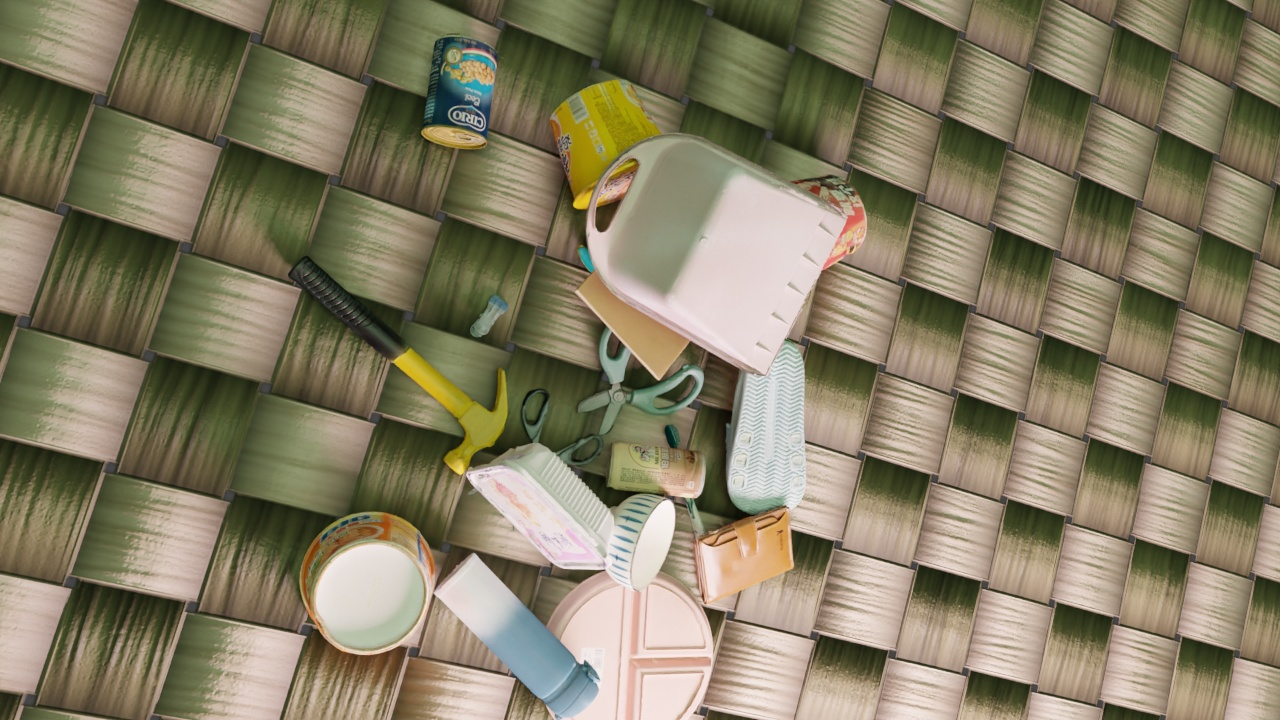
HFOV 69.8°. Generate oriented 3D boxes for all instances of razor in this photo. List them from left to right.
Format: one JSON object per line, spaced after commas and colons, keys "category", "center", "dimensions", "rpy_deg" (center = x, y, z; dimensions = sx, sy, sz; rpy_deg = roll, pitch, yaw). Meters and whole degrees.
{"category": "razor", "center": [-0.035, -0.092, 1.139], "dimensions": [0.043, 0.028, 0.132], "rpy_deg": [-42, 107, -2]}

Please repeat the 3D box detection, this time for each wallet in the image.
{"category": "wallet", "center": [0.131, 0.240, 1.168], "dimensions": [0.130, 0.035, 0.119], "rpy_deg": [-18, 122, -17]}

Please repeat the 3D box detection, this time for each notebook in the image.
{"category": "notebook", "center": [0.030, -0.099, 1.139], "dimensions": [0.149, 0.012, 0.210], "rpy_deg": [47, 59, -13]}

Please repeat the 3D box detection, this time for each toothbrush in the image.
{"category": "toothbrush", "center": [0.064, 0.172, 1.173], "dimensions": [0.018, 0.016, 0.191], "rpy_deg": [-24, 99, -52]}

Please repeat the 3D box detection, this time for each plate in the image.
{"category": "plate", "center": [-0.013, 0.372, 1.138], "dimensions": [0.229, 0.028, 0.229], "rpy_deg": [0, 89, -17]}

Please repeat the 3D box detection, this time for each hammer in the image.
{"category": "hammer", "center": [-0.277, -0.008, 1.060], "dimensions": [0.300, 0.033, 0.128], "rpy_deg": [42, 77, -13]}

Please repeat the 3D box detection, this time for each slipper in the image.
{"category": "slipper", "center": [0.156, 0.085, 1.171], "dimensions": [0.104, 0.074, 0.246], "rpy_deg": [-2, 107, -12]}

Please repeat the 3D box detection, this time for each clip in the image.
{"category": "clip", "center": [-0.181, -0.053, 1.098], "dimensions": [0.024, 0.027, 0.056], "rpy_deg": [41, 68, -14]}

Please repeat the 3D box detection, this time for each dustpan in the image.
{"category": "dustpan", "center": [0.080, -0.137, 1.060], "dimensions": [0.273, 0.139, 0.222], "rpy_deg": [26, 94, -45]}

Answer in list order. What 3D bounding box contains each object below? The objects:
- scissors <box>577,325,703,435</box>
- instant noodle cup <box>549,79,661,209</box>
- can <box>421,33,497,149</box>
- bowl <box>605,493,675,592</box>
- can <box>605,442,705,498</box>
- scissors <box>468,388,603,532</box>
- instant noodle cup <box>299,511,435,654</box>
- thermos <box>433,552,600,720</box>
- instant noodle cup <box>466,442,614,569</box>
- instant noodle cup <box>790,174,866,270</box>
{"category": "scissors", "center": [-0.007, 0.006, 1.141], "dimensions": [0.170, 0.019, 0.181], "rpy_deg": [-17, 108, -13]}
{"category": "instant noodle cup", "center": [-0.039, -0.259, 1.095], "dimensions": [0.138, 0.138, 0.110], "rpy_deg": [-23, 86, -17]}
{"category": "can", "center": [-0.209, -0.311, 1.066], "dimensions": [0.075, 0.075, 0.111], "rpy_deg": [8, 85, -17]}
{"category": "bowl", "center": [-0.011, 0.213, 1.109], "dimensions": [0.066, 0.116, 0.116], "rpy_deg": [16, 82, 24]}
{"category": "can", "center": [0.018, 0.134, 1.127], "dimensions": [0.116, 0.058, 0.058], "rpy_deg": [7, 86, -6]}
{"category": "scissors", "center": [-0.125, 0.122, 1.118], "dimensions": [0.159, 0.014, 0.181], "rpy_deg": [7, 89, -15]}
{"category": "instant noodle cup", "center": [-0.296, 0.248, 1.006], "dimensions": [0.151, 0.111, 0.151], "rpy_deg": [0, 88, -17]}
{"category": "thermos", "center": [-0.140, 0.320, 1.062], "dimensions": [0.220, 0.070, 0.070], "rpy_deg": [45, 76, -3]}
{"category": "instant noodle cup", "center": [-0.105, 0.163, 1.057], "dimensions": [0.173, 0.138, 0.060], "rpy_deg": [47, 59, -16]}
{"category": "instant noodle cup", "center": [0.212, -0.173, 1.171], "dimensions": [0.108, 0.138, 0.138], "rpy_deg": [-23, 95, -25]}
